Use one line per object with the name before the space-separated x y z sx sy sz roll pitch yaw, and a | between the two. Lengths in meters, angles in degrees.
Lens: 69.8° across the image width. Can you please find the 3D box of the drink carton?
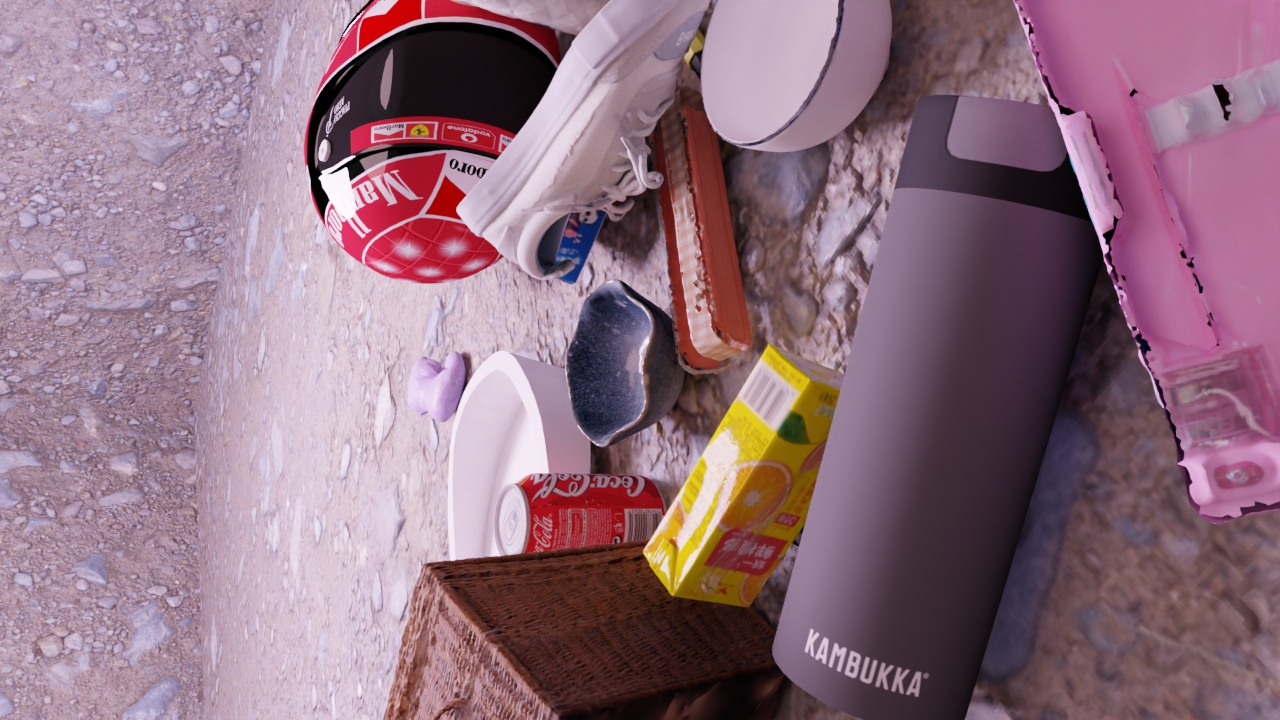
drink carton | 0.062 0.064 0.476 0.135 0.058 0.043 -60 37 15

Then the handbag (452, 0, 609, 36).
handbag | -0.098 -0.323 0.692 0.073 0.194 0.138 -19 65 62

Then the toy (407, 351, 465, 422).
toy | -0.217 0.025 0.981 0.100 0.036 0.080 17 90 53

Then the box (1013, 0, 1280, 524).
box | 0.208 -0.081 0.262 0.160 0.035 0.230 -19 83 30

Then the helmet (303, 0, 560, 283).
helmet | -0.179 -0.184 0.799 0.272 0.197 0.224 -25 64 45

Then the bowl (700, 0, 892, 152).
bowl | 0.088 -0.164 0.485 0.114 0.063 0.113 -13 75 57

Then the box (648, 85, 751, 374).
box | 0.035 -0.082 0.583 0.064 0.056 0.188 -30 58 47

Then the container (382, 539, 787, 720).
container | -0.024 0.176 0.490 0.113 0.198 0.114 35 112 43

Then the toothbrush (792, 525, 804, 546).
toothbrush | 0.085 0.096 0.492 0.189 0.017 0.016 22 102 56

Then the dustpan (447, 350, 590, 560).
dustpan | -0.110 0.121 0.728 0.192 0.053 0.257 -35 46 50

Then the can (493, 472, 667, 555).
can | -0.039 0.108 0.610 0.064 0.104 0.064 -14 73 57

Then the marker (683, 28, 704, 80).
marker | 0.044 -0.191 0.602 0.017 0.021 0.123 -25 55 4

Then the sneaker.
sneaker | -0.019 -0.140 0.569 0.243 0.091 0.089 -43 5 37

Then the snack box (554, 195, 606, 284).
snack box | -0.030 -0.141 0.673 0.087 0.033 0.154 -83 17 -59

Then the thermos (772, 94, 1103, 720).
thermos | 0.123 0.018 0.372 0.082 0.082 0.240 25 104 57

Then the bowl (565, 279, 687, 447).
bowl | -0.004 0.004 0.616 0.111 0.055 0.110 -15 73 56
